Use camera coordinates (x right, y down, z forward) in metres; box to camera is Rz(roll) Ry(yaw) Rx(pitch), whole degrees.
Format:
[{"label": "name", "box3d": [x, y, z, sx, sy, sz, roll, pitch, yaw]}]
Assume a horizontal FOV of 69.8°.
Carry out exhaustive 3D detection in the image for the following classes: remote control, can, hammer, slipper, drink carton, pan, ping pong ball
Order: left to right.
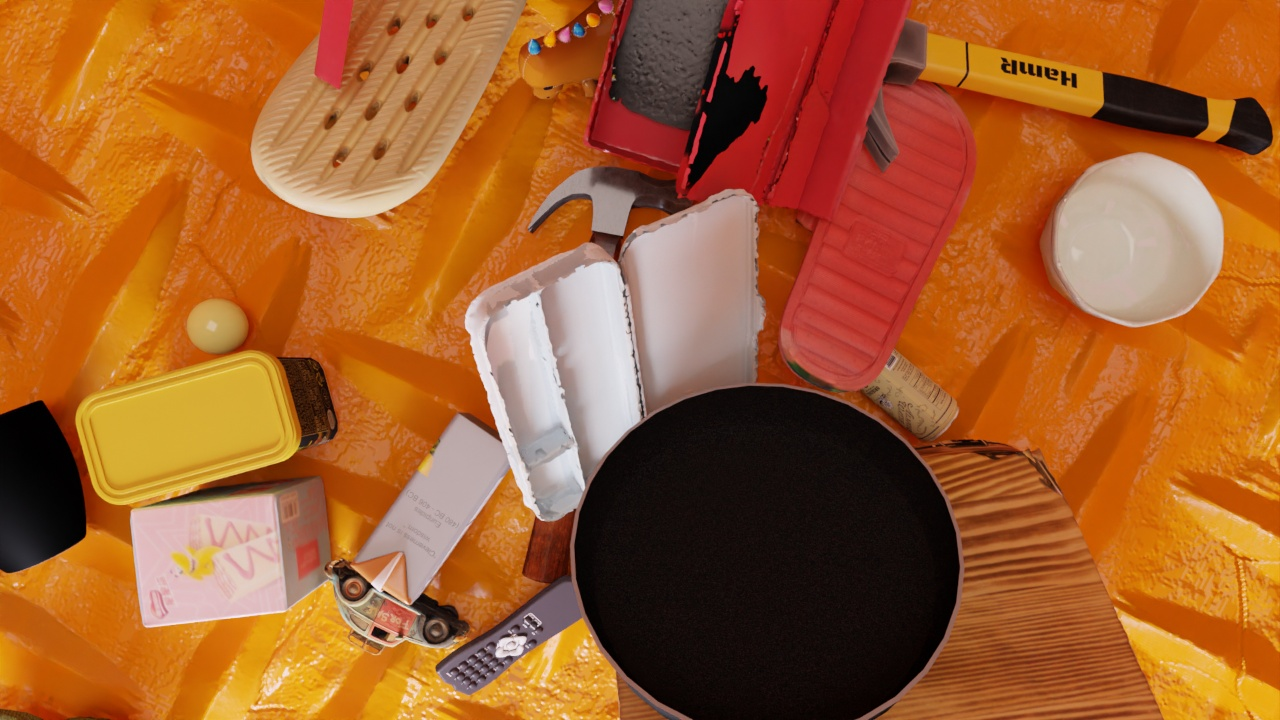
[{"label": "ping pong ball", "box3d": [-0.299, -0.024, 0.650, 0.040, 0.040, 0.040, 0, 90, -1]}, {"label": "can", "box3d": [-0.283, 0.042, 0.620, 0.131, 0.101, 0.072, -15, 90, -1]}, {"label": "slipper", "box3d": [-0.159, -0.197, 0.636, 0.111, 0.079, 0.261, 30, 72, -5]}, {"label": "drink carton", "box3d": [-0.139, 0.100, 0.636, 0.048, 0.076, 0.124, 35, 86, -1]}, {"label": "remote control", "box3d": [-0.086, 0.196, 0.655, 0.124, 0.009, 0.046, -35, 130, -1]}, {"label": "hammer", "box3d": [-0.043, 0.010, 0.659, 0.111, 0.028, 0.300, 10, 90, -1]}, {"label": "pan", "box3d": [0.065, 0.164, 0.451, 0.204, 0.044, 0.354, -3, 53, 4]}, {"label": "slipper", "box3d": [0.160, -0.088, 0.644, 0.103, 0.059, 0.248, 23, 75, -2]}, {"label": "can", "box3d": [0.185, 0.020, 0.654, 0.079, 0.038, 0.038, 40, 90, 0]}, {"label": "hammer", "box3d": [0.291, -0.189, 0.644, 0.324, 0.034, 0.169, 10, 71, -6]}]

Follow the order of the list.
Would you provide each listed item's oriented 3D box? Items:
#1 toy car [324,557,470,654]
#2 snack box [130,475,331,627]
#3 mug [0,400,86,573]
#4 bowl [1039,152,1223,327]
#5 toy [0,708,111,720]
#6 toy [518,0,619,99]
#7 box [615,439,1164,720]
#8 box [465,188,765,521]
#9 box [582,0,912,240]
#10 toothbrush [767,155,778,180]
[{"label": "toy car", "box3d": [-0.177, 0.181, 0.648, 0.112, 0.047, 0.047, 27, 89, 1]}, {"label": "snack box", "box3d": [-0.273, 0.127, 0.624, 0.095, 0.093, 0.079, -6, 90, -1]}, {"label": "mug", "box3d": [-0.445, 0.093, 0.637, 0.119, 0.084, 0.100, -14, 104, 29]}, {"label": "bowl", "box3d": [0.334, -0.081, 0.644, 0.117, 0.061, 0.117, 0, 91, -1]}, {"label": "toy", "box3d": [-0.398, 0.324, 0.631, 0.179, 0.078, 0.152, 16, 89, 2]}, {"label": "toy", "box3d": [-0.039, -0.224, 0.620, 0.090, 0.103, 0.070, -29, 71, -28]}, {"label": "box", "box3d": [0.122, 0.171, 0.549, 0.279, 0.264, 0.269, -7, 88, 1]}, {"label": "box", "box3d": [-0.006, 0.001, 0.576, 0.189, 0.209, 0.037, -29, 52, -16]}, {"label": "box", "box3d": [0.190, -0.153, 0.513, 0.468, 0.138, 0.215, 23, 109, 15]}, {"label": "toothbrush", "box3d": [0.036, -0.192, 0.665, 0.184, 0.015, 0.015, 41, 96, 1]}]
